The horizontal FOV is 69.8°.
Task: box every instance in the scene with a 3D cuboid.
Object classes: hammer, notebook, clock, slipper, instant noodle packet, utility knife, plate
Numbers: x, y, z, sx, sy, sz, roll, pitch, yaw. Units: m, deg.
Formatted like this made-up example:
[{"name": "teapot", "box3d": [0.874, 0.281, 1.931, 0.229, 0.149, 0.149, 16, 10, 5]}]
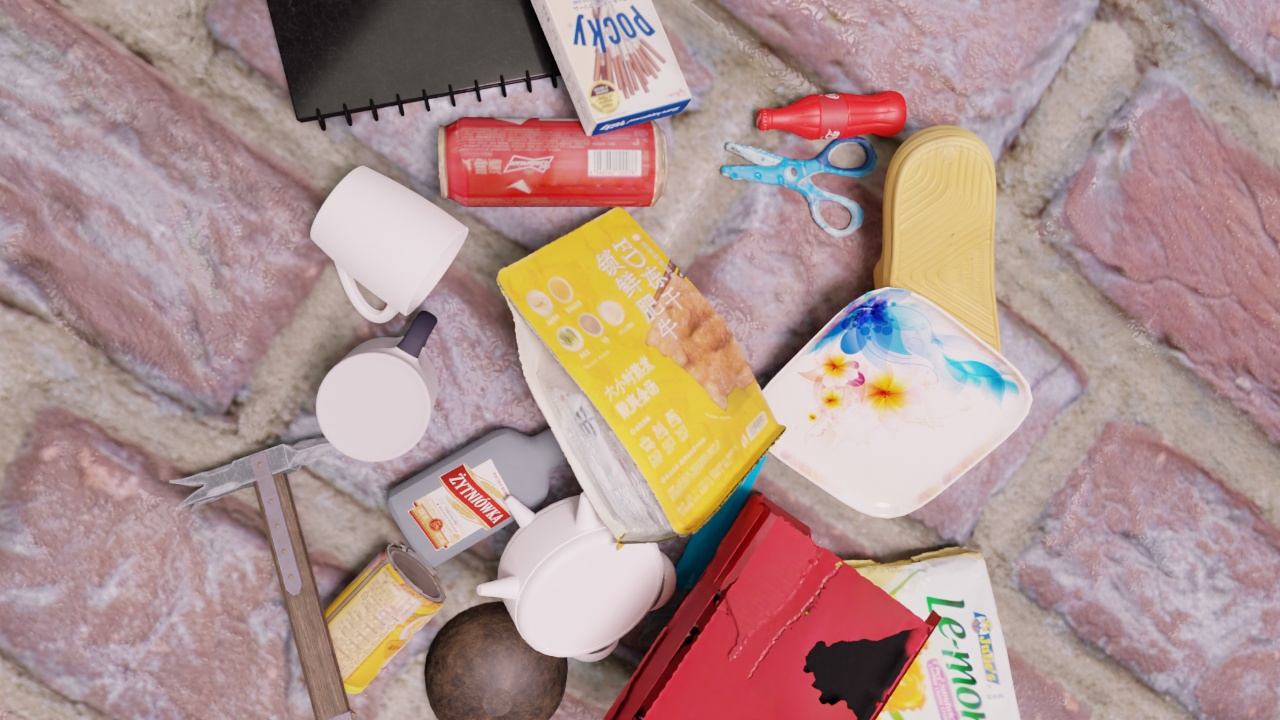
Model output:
[{"name": "hammer", "box3d": [-0.237, 0.214, 0.681, 0.147, 0.028, 0.316, -20, 78, -3]}, {"name": "notebook", "box3d": [-0.159, -0.277, 0.690, 0.231, 0.019, 0.169, -13, 99, -7]}, {"name": "clock", "box3d": [-0.049, 0.168, 0.736, 0.125, 0.073, 0.161, -42, 131, -1]}, {"name": "slipper", "box3d": [0.239, -0.064, 0.751, 0.099, 0.078, 0.264, -6, 119, 6]}, {"name": "instant noodle packet", "box3d": [-0.004, 0.004, 0.689, 0.162, 0.084, 0.221, -38, 101, -46]}, {"name": "utility knife", "box3d": [0.054, 0.154, 0.790, 0.031, 0.015, 0.209, 29, 90, -9]}, {"name": "plate", "box3d": [0.204, 0.038, 0.761, 0.187, 0.016, 0.187, 34, 118, -14]}]

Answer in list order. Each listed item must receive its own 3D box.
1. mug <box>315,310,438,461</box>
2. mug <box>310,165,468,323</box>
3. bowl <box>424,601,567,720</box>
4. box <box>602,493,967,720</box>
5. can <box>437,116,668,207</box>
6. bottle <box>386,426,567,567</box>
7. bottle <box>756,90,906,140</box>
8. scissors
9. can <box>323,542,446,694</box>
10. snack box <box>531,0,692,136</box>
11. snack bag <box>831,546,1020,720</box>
[{"name": "mug", "box3d": [-0.186, 0.012, 0.688, 0.078, 0.097, 0.112, 31, 92, -12]}, {"name": "mug", "box3d": [-0.196, -0.080, 0.691, 0.087, 0.080, 0.114, 35, 123, -6]}, {"name": "bowl", "box3d": [-0.118, 0.268, 0.758, 0.121, 0.056, 0.121, -1, 99, -9]}, {"name": "box", "box3d": [0.064, 0.210, 0.649, 0.124, 0.315, 0.211, 34, 89, -11]}, {"name": "can", "box3d": [-0.066, -0.150, 0.698, 0.170, 0.067, 0.067, -2, 99, -9]}, {"name": "bottle", "box3d": [-0.116, 0.096, 0.738, 0.161, 0.046, 0.072, -30, 102, -4]}, {"name": "bottle", "box3d": [0.153, -0.197, 0.742, 0.119, 0.036, 0.036, -5, 99, -8]}, {"name": "scissors", "box3d": [0.132, -0.164, 0.758, 0.141, 0.014, 0.090, 21, 96, -10]}, {"name": "can", "box3d": [-0.212, 0.205, 0.729, 0.067, 0.067, 0.105, 44, 89, -12]}, {"name": "snack box", "box3d": [-0.028, -0.245, 0.675, 0.081, 0.026, 0.150, -21, 87, -22]}, {"name": "snack bag", "box3d": [0.229, 0.284, 0.770, 0.159, 0.068, 0.247, 0, 69, -12]}]
